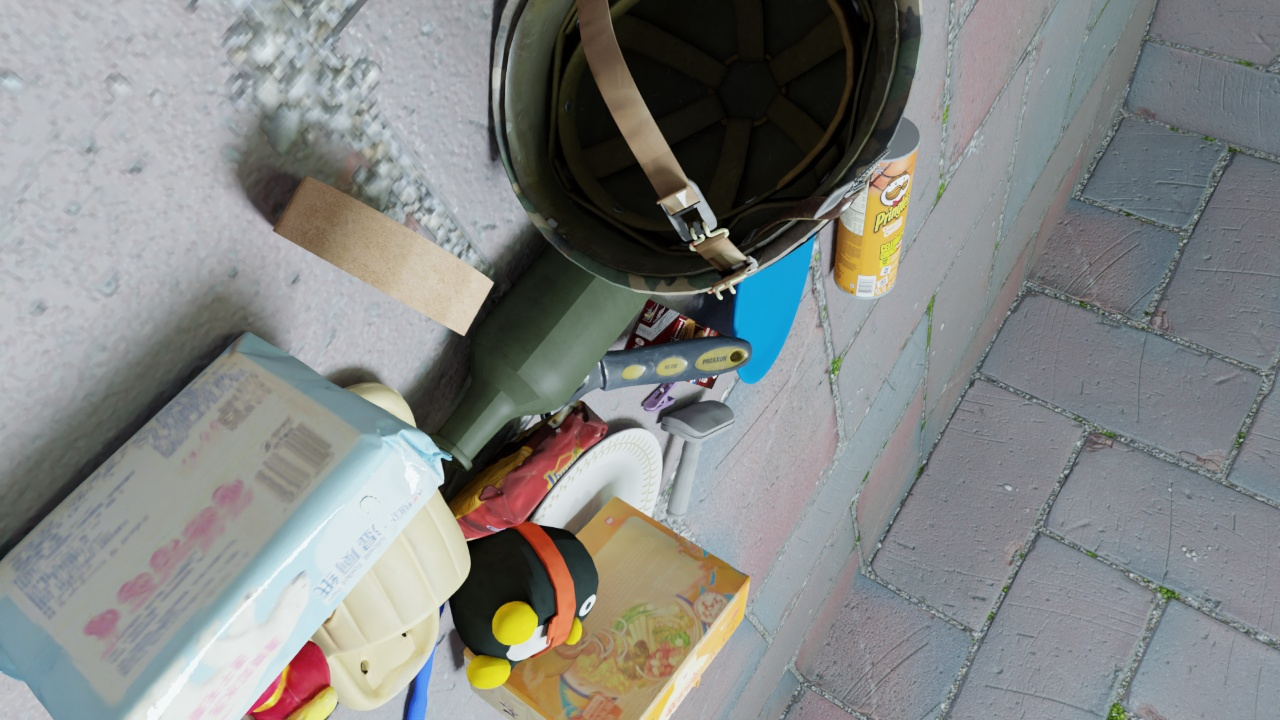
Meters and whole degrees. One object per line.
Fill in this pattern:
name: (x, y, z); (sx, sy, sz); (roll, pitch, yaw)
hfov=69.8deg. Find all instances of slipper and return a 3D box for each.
slipper: (-0.151, 0.134, 0.538); (0.111, 0.079, 0.262); (-37, 145, -37)

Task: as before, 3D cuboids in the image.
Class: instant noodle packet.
instant noodle packet: (-0.082, 0.076, 0.599); (0.098, 0.039, 0.136); (-42, -175, -31)

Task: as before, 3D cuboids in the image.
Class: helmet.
helmet: (0.026, -0.136, 0.457); (0.235, 0.225, 0.192); (-33, 99, -50)

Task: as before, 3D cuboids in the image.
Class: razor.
razor: (0.046, 0.103, 0.905); (0.088, 0.047, 0.116); (-17, 124, -57)

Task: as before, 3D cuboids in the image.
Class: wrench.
wrench: (-0.004, 0.004, 0.696); (0.272, 0.022, 0.073); (-8, 113, -45)

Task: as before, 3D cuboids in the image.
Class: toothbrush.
toothbrush: (-0.165, 0.236, 0.687); (0.016, 0.018, 0.183); (-29, 141, -51)

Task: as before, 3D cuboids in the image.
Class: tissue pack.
tissue pack: (-0.180, 0.080, 0.386); (0.181, 0.112, 0.070); (-51, 151, -22)

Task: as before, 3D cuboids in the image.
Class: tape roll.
tape roll: (-0.114, -0.046, 0.411); (0.027, 0.094, 0.094); (-61, 155, -4)

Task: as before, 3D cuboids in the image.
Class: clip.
clip: (0.020, 0.036, 0.843); (0.050, 0.014, 0.046); (-54, 156, -25)

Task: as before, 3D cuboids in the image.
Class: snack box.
snack box: (-0.022, 0.228, 0.750); (0.194, 0.145, 0.081); (-42, 148, -37)
snack box: (0.037, -0.011, 0.803); (0.051, 0.032, 0.140); (-64, 155, 3)

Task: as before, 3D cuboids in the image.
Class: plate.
plate: (-0.057, 0.166, 0.818); (0.241, 0.016, 0.243); (-43, 149, -35)
plate: (0.122, -0.088, 0.876); (0.223, 0.024, 0.225); (-47, 146, -48)

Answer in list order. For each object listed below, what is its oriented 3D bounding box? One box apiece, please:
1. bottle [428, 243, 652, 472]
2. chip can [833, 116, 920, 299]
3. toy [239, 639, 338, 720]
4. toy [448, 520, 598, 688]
bottle: (-0.055, -0.020, 0.571); (0.206, 0.071, 0.071); (-53, 153, -23)
chip can: (0.259, -0.166, 1.024); (0.075, 0.075, 0.215); (-50, 152, -26)
toy: (-0.208, 0.154, 0.463); (0.105, 0.067, 0.137); (-39, 146, 3)
toy: (-0.078, 0.163, 0.660); (0.119, 0.099, 0.098); (-9, 140, -40)
